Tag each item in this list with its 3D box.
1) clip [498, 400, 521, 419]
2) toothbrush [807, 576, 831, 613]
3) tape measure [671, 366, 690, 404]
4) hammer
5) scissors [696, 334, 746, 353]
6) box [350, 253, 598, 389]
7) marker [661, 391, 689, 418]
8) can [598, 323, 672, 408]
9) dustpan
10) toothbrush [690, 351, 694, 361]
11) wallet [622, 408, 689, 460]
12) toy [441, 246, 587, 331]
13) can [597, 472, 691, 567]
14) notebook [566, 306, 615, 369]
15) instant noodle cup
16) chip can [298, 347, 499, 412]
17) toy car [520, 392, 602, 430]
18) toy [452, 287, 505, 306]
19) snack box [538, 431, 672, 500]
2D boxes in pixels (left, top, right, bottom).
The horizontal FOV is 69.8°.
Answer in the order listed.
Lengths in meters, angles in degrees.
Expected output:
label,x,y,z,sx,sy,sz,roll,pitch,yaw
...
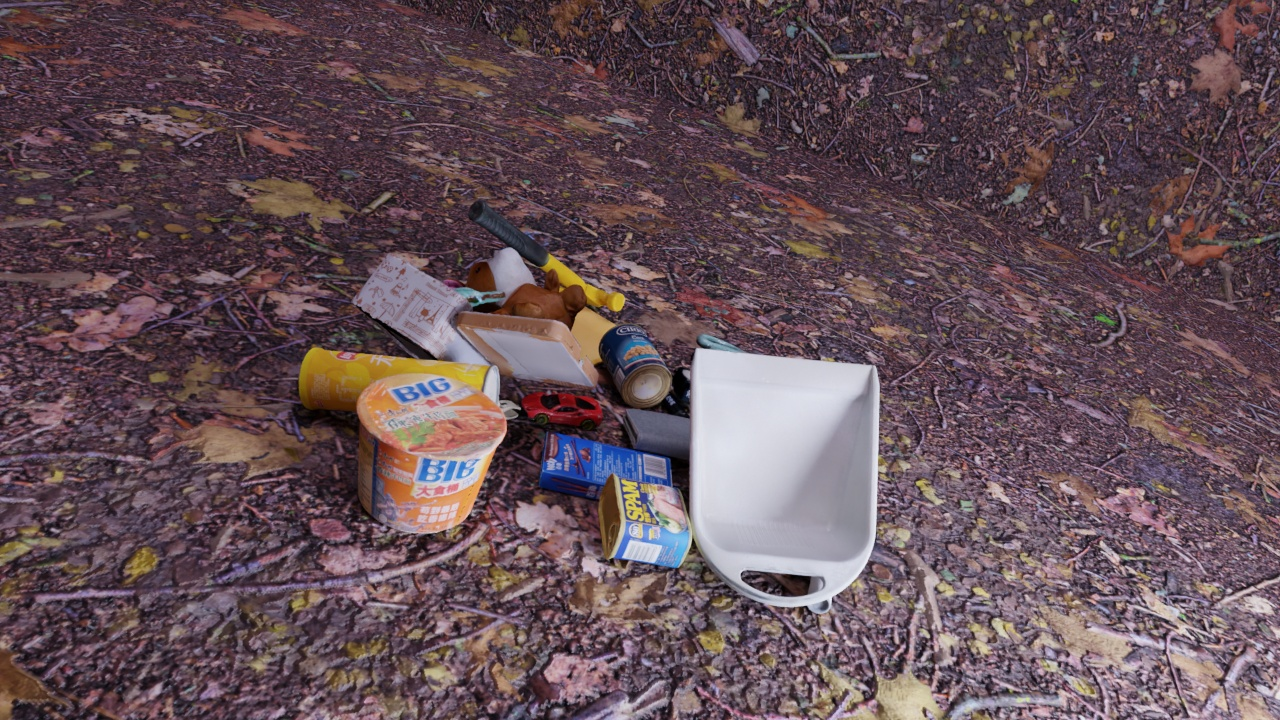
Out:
label,x,y,z,sx,sy,sz,roll,pitch,yaw
clip,-0.192,0.069,1.117,0.035,0.096,0.101,31,-12,25
toothbrush,0.222,0.220,1.085,0.027,0.026,0.220,-19,16,24
tape measure,0.080,0.041,1.310,0.066,0.034,0.065,22,17,-18
hammer,-0.149,-0.152,1.374,0.129,0.032,0.300,15,-13,37
scissors,0.158,-0.007,1.455,0.185,0.019,0.129,12,22,-45
box,-0.192,-0.023,1.104,0.261,0.102,0.179,28,-13,20
marker,0.033,0.047,1.301,0.022,0.020,0.132,34,12,-39
can,-0.008,0.008,1.287,0.075,0.075,0.111,4,31,-25
dustpan,0.160,0.127,1.020,0.222,0.258,0.142,5,3,-1
toothbrush,0.155,0.047,1.365,0.027,0.026,0.213,-23,47,-36
wallet,0.045,0.101,1.184,0.129,0.037,0.106,13,15,-15
toy,-0.181,-0.096,1.314,0.139,0.131,0.200,-19,35,-40
can,0.004,0.176,1.005,0.083,0.057,0.102,12,28,-16
notebook,-0.107,-0.034,1.375,0.146,0.010,0.205,31,30,24
instant noodle cup,-0.223,0.099,0.948,0.151,0.112,0.151,14,28,-8
chip can,-0.271,0.029,1.039,0.213,0.072,0.072,5,27,5
toy car,-0.101,0.062,1.181,0.106,0.031,0.049,7,28,-17
toy,-0.235,-0.084,1.243,0.096,0.030,0.092,-10,14,-21
snack box,-0.040,0.132,1.089,0.157,0.026,0.084,14,27,-8
